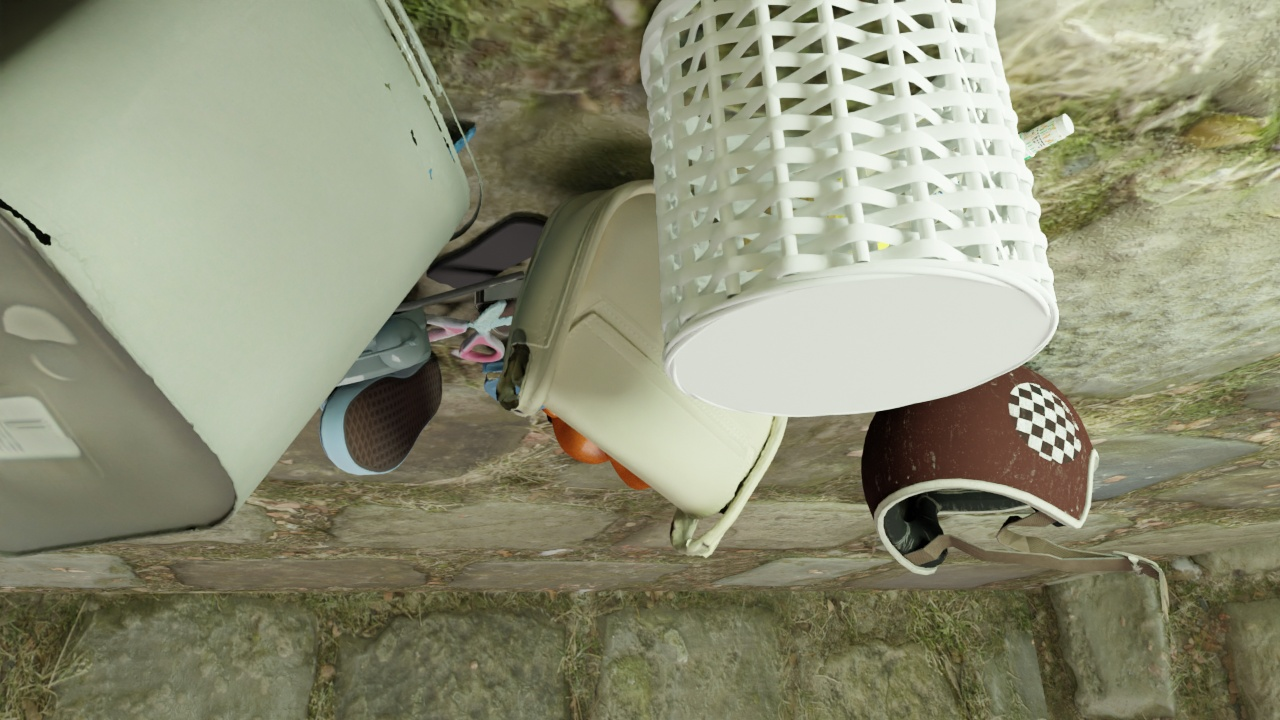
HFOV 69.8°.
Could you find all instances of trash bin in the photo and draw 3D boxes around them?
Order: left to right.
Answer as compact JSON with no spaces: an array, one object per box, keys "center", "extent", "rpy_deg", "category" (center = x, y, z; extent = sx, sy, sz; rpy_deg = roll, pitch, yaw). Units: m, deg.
[{"center":[-0.205,-0.058,0.377],"extent":[0.198,0.219,0.197],"rpy_deg":[-11,127,18],"category":"trash bin"}]

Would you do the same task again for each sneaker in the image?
[{"center":[-0.252,0.046,0.808],"extent":[0.098,0.083,0.241],"rpy_deg":[-3,-170,3],"category":"sneaker"}]

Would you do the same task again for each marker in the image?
[{"center":[0.221,-0.125,0.624],"extent":[0.017,0.017,0.146],"rpy_deg":[14,153,-36],"category":"marker"}]

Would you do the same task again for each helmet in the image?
[{"center":[0.351,0.120,0.937],"extent":[0.234,0.252,0.234],"rpy_deg":[33,140,-17],"category":"helmet"}]

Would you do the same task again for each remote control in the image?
[{"center":[-0.113,-0.082,0.705],"extent":[0.125,0.009,0.046],"rpy_deg":[-22,152,40],"category":"remote control"}]

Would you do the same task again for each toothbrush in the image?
[{"center":[-0.165,-0.045,0.697],"extent":[0.167,0.013,0.013],"rpy_deg":[-19,177,-24],"category":"toothbrush"}]

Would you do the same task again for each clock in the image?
[{"center":[-0.228,-0.010,0.735],"extent":[0.122,0.045,0.159],"rpy_deg":[-16,-168,-21],"category":"clock"}]

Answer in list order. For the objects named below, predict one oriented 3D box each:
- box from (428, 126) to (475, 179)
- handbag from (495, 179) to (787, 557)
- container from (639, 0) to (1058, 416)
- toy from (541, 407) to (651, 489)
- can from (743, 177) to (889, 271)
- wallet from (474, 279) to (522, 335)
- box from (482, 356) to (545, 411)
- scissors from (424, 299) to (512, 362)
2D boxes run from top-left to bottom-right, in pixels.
[{"center":[-0.205,-0.099,0.611],"extent":[0.109,0.094,0.232],"rpy_deg":[-37,-176,-41],"category":"box"},{"center":[-0.004,0.004,0.647],"extent":[0.229,0.183,0.132],"rpy_deg":[42,158,-28],"category":"handbag"},{"center":[0.098,-0.087,0.473],"extent":[0.189,0.186,0.189],"rpy_deg":[-2,159,-1],"category":"container"},{"center":[-0.032,0.072,0.946],"extent":[0.176,0.096,0.112],"rpy_deg":[18,-165,11],"category":"toy"},{"center":[0.117,-0.083,0.650],"extent":[0.105,0.067,0.067],"rpy_deg":[-20,153,37],"category":"can"},{"center":[-0.072,-0.048,0.782],"extent":[0.123,0.019,0.072],"rpy_deg":[-7,158,12],"category":"wallet"},{"center":[-0.054,-0.011,0.857],"extent":[0.210,0.063,0.069],"rpy_deg":[-17,138,28],"category":"box"},{"center":[-0.154,-0.032,0.779],"extent":[0.108,0.016,0.179],"rpy_deg":[19,162,-18],"category":"scissors"}]
